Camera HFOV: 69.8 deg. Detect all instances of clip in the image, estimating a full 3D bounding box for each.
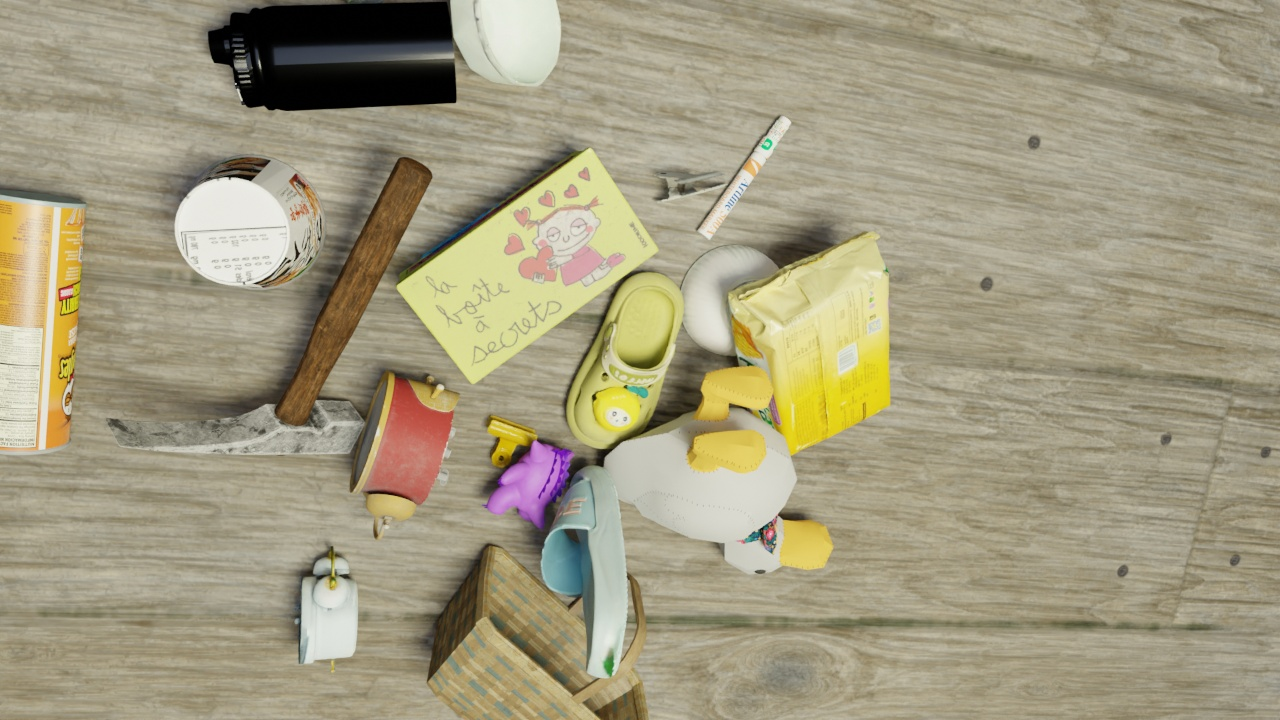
[{"bbox_3d":[0.041,-0.179,0.909,0.056,0.101,0.046,7,108,28],"label":"clip"},{"bbox_3d":[-0.137,0.083,0.940,0.054,0.044,0.050,20,132,-19],"label":"clip"}]

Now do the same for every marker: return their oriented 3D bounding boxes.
[{"bbox_3d":[0.107,-0.187,0.942,0.017,0.017,0.145,35,92,-18],"label":"marker"}]

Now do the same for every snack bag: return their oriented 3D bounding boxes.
[{"bbox_3d":[0.183,-0.004,0.929,0.159,0.068,0.247,-27,136,-10],"label":"snack bag"}]

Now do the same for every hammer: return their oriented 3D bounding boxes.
[{"bbox_3d":[-0.281,-0.043,0.764,0.217,0.037,0.301,7,121,-53],"label":"hammer"}]

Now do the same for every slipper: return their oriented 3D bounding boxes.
[{"bbox_3d":[-0.005,0.005,0.923,0.091,0.081,0.190,19,95,-20],"label":"slipper"},{"bbox_3d":[-0.055,0.189,0.863,0.074,0.245,0.104,2,121,-9],"label":"slipper"}]

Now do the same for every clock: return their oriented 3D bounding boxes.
[{"bbox_3d":[-0.221,0.093,0.867,0.081,0.117,0.159,18,89,-21],"label":"clock"},{"bbox_3d":[-0.307,0.239,0.896,0.057,0.083,0.118,3,105,-20],"label":"clock"}]

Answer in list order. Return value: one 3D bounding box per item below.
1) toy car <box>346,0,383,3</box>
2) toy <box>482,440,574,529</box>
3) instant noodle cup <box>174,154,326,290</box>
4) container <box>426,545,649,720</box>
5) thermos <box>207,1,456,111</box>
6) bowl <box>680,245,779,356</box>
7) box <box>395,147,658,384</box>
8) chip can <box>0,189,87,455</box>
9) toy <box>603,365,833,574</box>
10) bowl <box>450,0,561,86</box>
[{"bbox_3d":[-0.256,-0.352,0.808,0.038,0.027,0.090,-28,106,-11],"label":"toy car"},{"bbox_3d":[-0.104,0.123,0.926,0.106,0.056,0.088,28,86,-57],"label":"toy"},{"bbox_3d":[-0.340,-0.114,0.789,0.123,0.122,0.124,-3,102,-14],"label":"instant noodle cup"},{"bbox_3d":[-0.072,0.300,0.933,0.186,0.157,0.250,-40,109,8],"label":"container"},{"bbox_3d":[-0.265,-0.262,0.795,0.198,0.086,0.086,-7,103,-13],"label":"thermos"},{"bbox_3d":[0.104,-0.058,0.945,0.118,0.062,0.118,-3,103,-14],"label":"bowl"},{"bbox_3d":[-0.110,-0.092,0.875,0.221,0.082,0.124,-35,108,-6],"label":"box"},{"bbox_3d":[-0.524,-0.033,0.785,0.075,0.075,0.215,7,100,-16],"label":"chip can"},{"bbox_3d":[0.082,0.130,0.935,0.247,0.140,0.268,7,140,8],"label":"toy"},{"bbox_3d":[-0.129,-0.303,0.821,0.061,0.117,0.117,4,105,30],"label":"bowl"}]
